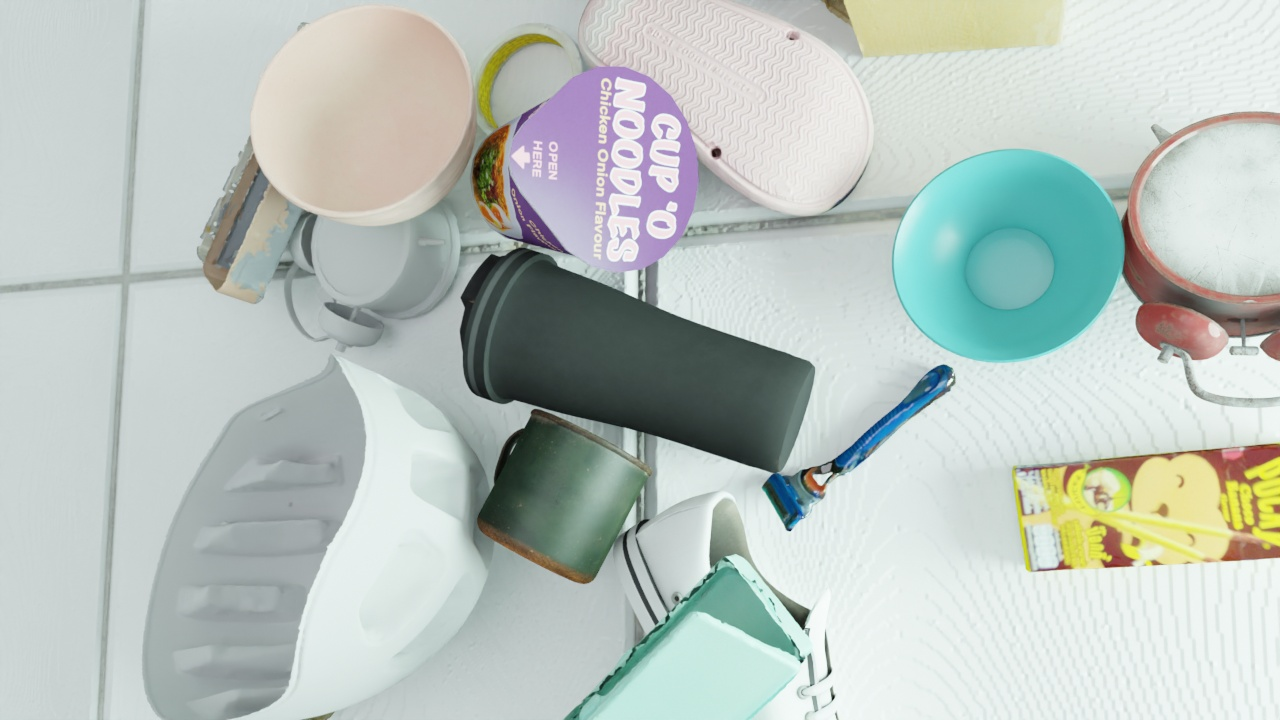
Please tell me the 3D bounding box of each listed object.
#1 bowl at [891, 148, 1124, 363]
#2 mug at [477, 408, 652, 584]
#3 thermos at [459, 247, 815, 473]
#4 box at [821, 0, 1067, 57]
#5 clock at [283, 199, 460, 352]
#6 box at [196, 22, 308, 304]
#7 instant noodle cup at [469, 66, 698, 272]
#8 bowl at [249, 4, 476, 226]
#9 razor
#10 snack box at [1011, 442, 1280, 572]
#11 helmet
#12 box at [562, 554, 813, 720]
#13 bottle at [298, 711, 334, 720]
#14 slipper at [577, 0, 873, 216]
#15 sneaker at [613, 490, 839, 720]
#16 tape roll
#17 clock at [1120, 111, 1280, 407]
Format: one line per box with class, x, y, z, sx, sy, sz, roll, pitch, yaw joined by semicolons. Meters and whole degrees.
bowl;0.213;-0.057;0.535;0.121;0.046;0.121;-3;84;27
mug;-0.058;0.082;0.577;0.111;0.085;0.081;18;76;43
thermos;-0.004;0.003;0.593;0.219;0.105;0.106;18;91;17
box;0.140;-0.257;0.479;0.142;0.248;0.184;-32;74;16
clock;-0.210;-0.075;0.702;0.159;0.061;0.120;-33;73;20
box;-0.292;-0.163;0.726;0.151;0.043;0.216;31;97;45
instant noodle cup;-0.054;-0.120;0.596;0.122;0.136;0.122;9;99;53
bowl;-0.177;-0.155;0.626;0.153;0.076;0.153;-1;76;5
razor;0.140;0.052;0.571;0.141;0.018;0.043;-40;36;11
snack box;0.288;0.081;0.507;0.149;0.025;0.061;-9;83;21
helmet;-0.229;0.130;0.613;0.283;0.184;0.223;-23;48;16
box;0.001;0.194;0.489;0.077;0.079;0.189;51;117;23
bottle;-0.301;0.224;0.707;0.161;0.056;0.056;23;93;22
slipper;0.055;-0.183;0.607;0.221;0.055;0.107;37;97;11
sneaker;0.087;0.182;0.540;0.097;0.091;0.245;-40;67;20
tape roll;-0.082;-0.202;0.682;0.094;0.019;0.094;-2;84;22
clock;0.316;-0.050;0.486;0.110;0.062;0.156;2;72;22
